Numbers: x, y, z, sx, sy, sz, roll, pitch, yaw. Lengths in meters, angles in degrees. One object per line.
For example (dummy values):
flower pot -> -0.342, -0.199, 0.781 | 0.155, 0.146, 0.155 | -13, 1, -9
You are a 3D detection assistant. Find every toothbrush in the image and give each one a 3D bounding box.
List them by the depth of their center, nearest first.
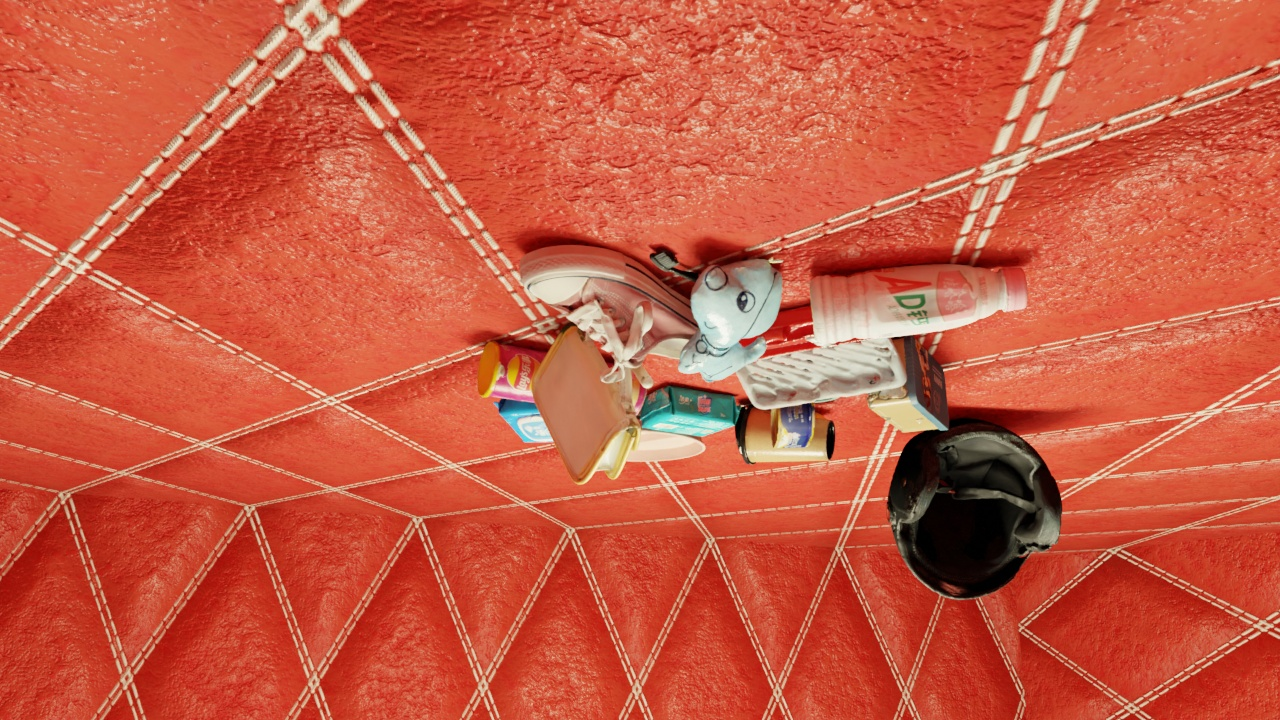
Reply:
toothbrush -> 0.071, -0.077, 0.928 | 0.018, 0.014, 0.189 | -25, 151, 32
toothbrush -> -0.006, 0.006, 1.056 | 0.029, 0.020, 0.189 | -13, -167, -7

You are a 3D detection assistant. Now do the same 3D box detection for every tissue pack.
tissue pack -> 0.074, 0.076, 1.360 | 0.133, 0.050, 0.093 | 11, 159, -28
tissue pack -> -0.133, 0.082, 1.361 | 0.157, 0.052, 0.095 | -5, 141, 23

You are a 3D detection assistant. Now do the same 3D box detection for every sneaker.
sneaker -> -0.019, -0.038, 0.915 | 0.119, 0.087, 0.240 | -20, 147, 40

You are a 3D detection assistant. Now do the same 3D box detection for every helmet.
helmet -> 0.504, 0.222, 1.431 | 0.233, 0.275, 0.230 | 12, -170, 3

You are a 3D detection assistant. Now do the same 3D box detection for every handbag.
handbag -> -0.047, 0.032, 1.051 | 0.063, 0.163, 0.179 | -4, 141, -36

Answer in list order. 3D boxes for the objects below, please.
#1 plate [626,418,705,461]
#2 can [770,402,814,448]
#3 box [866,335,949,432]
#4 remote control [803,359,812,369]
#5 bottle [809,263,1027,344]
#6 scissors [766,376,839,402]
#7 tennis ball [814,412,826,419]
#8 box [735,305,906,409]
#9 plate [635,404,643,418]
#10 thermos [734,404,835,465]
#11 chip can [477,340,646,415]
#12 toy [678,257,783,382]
plate -> -0.010, 0.130, 1.490 | 0.229, 0.028, 0.230 | 1, 162, 0
can -> 0.208, 0.081, 1.260 | 0.049, 0.074, 0.148 | -2, 163, 4
box -> 0.333, 0.035, 1.137 | 0.063, 0.089, 0.184 | -10, 162, 31
remote control -> 0.245, 0.008, 1.164 | 0.136, 0.024, 0.053 | 14, 160, -34
bottle -> 0.264, -0.058, 0.883 | 0.197, 0.068, 0.068 | -5, 162, 12
scissors -> 0.257, 0.040, 1.279 | 0.176, 0.019, 0.172 | 1, 162, -1
tennis ball -> 0.265, 0.112, 1.430 | 0.065, 0.065, 0.065 | 2, 163, 0
box -> 0.187, -0.009, 1.056 | 0.202, 0.063, 0.160 | -11, 139, 36
plate -> -0.051, 0.101, 1.497 | 0.230, 0.027, 0.230 | 2, 163, 0
thermos -> 0.215, 0.114, 1.374 | 0.143, 0.093, 0.093 | 2, 164, 26
chip can -> -0.100, 0.026, 1.187 | 0.210, 0.071, 0.072 | 10, 161, -26
toy -> 0.092, -0.042, 0.911 | 0.156, 0.049, 0.161 | -47, 141, 18
